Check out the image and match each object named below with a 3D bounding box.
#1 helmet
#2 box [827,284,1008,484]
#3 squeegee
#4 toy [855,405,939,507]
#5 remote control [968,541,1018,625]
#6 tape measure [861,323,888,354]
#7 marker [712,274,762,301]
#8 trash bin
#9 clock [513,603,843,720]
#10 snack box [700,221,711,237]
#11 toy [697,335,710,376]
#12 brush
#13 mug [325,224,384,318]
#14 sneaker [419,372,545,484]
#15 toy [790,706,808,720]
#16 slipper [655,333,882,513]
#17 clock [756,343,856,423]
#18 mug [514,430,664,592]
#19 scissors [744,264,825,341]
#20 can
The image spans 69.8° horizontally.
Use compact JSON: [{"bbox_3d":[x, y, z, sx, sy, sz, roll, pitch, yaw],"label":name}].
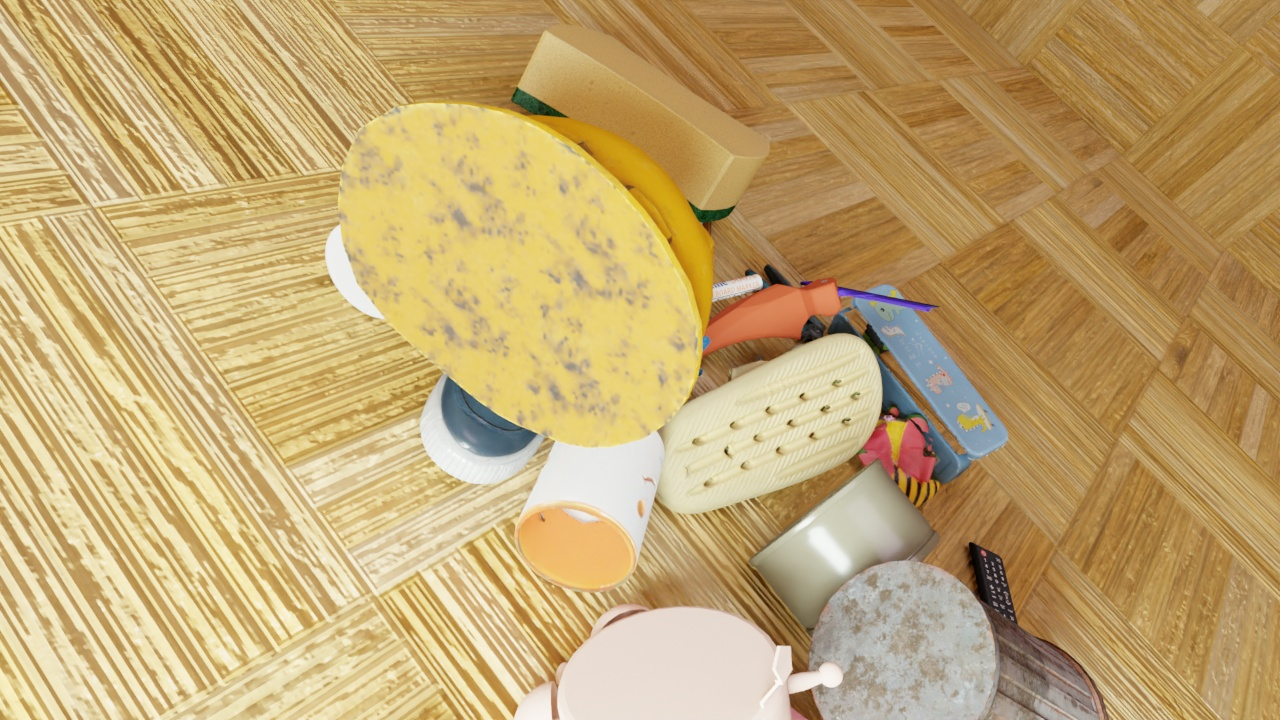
[{"bbox_3d":[-0.050,-0.072,0.589,0.255,0.206,0.131,28,39,17],"label":"helmet"},{"bbox_3d":[0.288,0.019,0.952,0.078,0.073,0.210,-28,68,-15],"label":"box"},{"bbox_3d":[0.131,-0.044,0.868,0.184,0.249,0.055,-23,105,-10],"label":"squeegee"},{"bbox_3d":[0.248,0.092,0.888,0.084,0.046,0.103,-10,66,-24],"label":"toy"},{"bbox_3d":[0.326,0.229,0.841,0.033,0.015,0.146,26,40,-16],"label":"remote control"},{"bbox_3d":[0.275,-0.036,1.028,0.065,0.059,0.036,-15,62,-44],"label":"tape measure"},{"bbox_3d":[0.048,-0.058,0.860,0.145,0.017,0.017,-15,60,-20],"label":"marker"},{"bbox_3d":[0.221,0.228,0.621,0.211,0.131,0.130,36,33,-39],"label":"trash bin"},{"bbox_3d":[0.016,0.190,0.526,0.130,0.161,0.086,-35,116,-51],"label":"clock"},{"bbox_3d":[0.002,-0.133,0.919,0.143,0.041,0.146,25,40,-17],"label":"snack box"},{"bbox_3d":[-0.004,0.004,0.743,0.113,0.071,0.176,11,15,4],"label":"toy"},{"bbox_3d":[0.008,-0.250,0.960,0.250,0.075,0.194,35,24,5],"label":"brush"},{"bbox_3d":[-0.163,-0.080,0.698,0.112,0.079,0.096,31,38,4],"label":"mug"},{"bbox_3d":[-0.087,-0.009,0.686,0.089,0.088,0.234,29,40,-12],"label":"sneaker"},{"bbox_3d":[0.128,0.295,0.560,0.213,0.084,0.141,38,34,2],"label":"toy"},{"bbox_3d":[0.101,0.056,0.786,0.260,0.079,0.111,-20,97,-33],"label":"slipper"},{"bbox_3d":[0.176,0.028,0.887,0.119,0.043,0.094,15,44,-15],"label":"clock"},{"bbox_3d":[-0.032,0.093,0.634,0.082,0.082,0.105,32,37,-9],"label":"mug"},{"bbox_3d":[0.169,-0.051,0.992,0.131,0.019,0.149,24,40,-17],"label":"scissors"},{"bbox_3d":[0.155,0.143,0.699,0.073,0.128,0.127,52,40,13],"label":"can"}]
